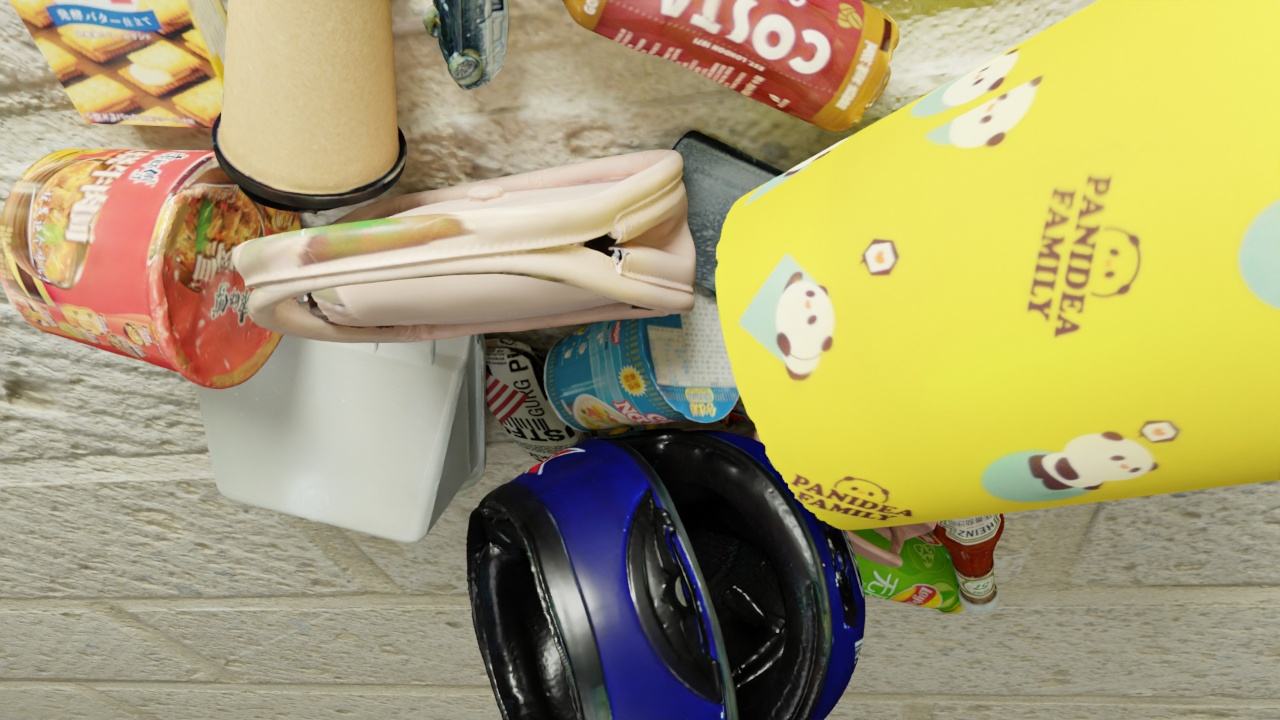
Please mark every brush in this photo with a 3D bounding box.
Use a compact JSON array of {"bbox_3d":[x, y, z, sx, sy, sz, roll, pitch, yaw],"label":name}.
[{"bbox_3d":[0.148,0.093,0.695,0.145,0.072,0.063,33,157,-1],"label":"brush"}]

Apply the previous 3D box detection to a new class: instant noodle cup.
[{"bbox_3d":[-0.004,0.004,0.611,0.110,0.099,0.099,-19,139,42],"label":"instant noodle cup"},{"bbox_3d":[-0.277,-0.058,0.524,0.108,0.137,0.138,9,145,8],"label":"instant noodle cup"}]

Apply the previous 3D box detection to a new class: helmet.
[{"bbox_3d":[0.026,0.156,0.598,0.240,0.247,0.316,-15,162,-21],"label":"helmet"}]

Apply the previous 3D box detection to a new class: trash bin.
[{"bbox_3d":[0.189,-0.038,0.410,0.256,0.229,0.229,-19,138,33],"label":"trash bin"}]

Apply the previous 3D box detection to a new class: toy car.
[{"bbox_3d":[-0.079,-0.167,0.419,0.034,0.043,0.091,-17,152,-17],"label":"toy car"}]

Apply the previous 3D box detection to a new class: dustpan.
[{"bbox_3d":[-0.221,0.031,0.713,0.223,0.142,0.258,13,117,3],"label":"dustpan"}]

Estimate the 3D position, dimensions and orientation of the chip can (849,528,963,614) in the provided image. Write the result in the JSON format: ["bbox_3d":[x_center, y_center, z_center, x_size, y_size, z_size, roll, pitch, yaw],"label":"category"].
[{"bbox_3d":[0.196,0.179,0.843,0.221,0.072,0.073,13,144,-12],"label":"chip can"}]

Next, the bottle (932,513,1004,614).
[{"bbox_3d":[0.269,0.138,0.753,0.060,0.059,0.206,-9,129,18],"label":"bottle"}]

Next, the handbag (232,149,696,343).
[{"bbox_3d":[-0.085,-0.049,0.436,0.193,0.093,0.233,-6,-173,17],"label":"handbag"}]

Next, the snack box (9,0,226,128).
[{"bbox_3d":[-0.250,-0.174,0.436,0.087,0.033,0.141,3,143,2],"label":"snack box"}]

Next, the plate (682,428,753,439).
[{"bbox_3d":[0.054,0.162,0.772,0.229,0.028,0.230,1,116,3],"label":"plate"}]

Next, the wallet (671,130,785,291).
[{"bbox_3d":[0.057,-0.080,0.546,0.120,0.019,0.097,20,139,-18],"label":"wallet"}]

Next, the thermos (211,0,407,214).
[{"bbox_3d":[-0.154,-0.141,0.428,0.093,0.092,0.144,11,137,-9],"label":"thermos"}]

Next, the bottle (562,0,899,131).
[{"bbox_3d":[0.026,-0.157,0.404,0.175,0.057,0.058,17,143,-17],"label":"bottle"}]

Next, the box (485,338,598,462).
[{"bbox_3d":[-0.081,0.040,0.702,0.068,0.051,0.164,11,151,32],"label":"box"}]

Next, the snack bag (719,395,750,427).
[{"bbox_3d":[0.100,0.024,0.678,0.104,0.026,0.048,-18,149,29],"label":"snack bag"}]

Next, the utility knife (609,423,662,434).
[{"bbox_3d":[0.012,0.042,0.721,0.033,0.015,0.172,21,142,-18],"label":"utility knife"}]
